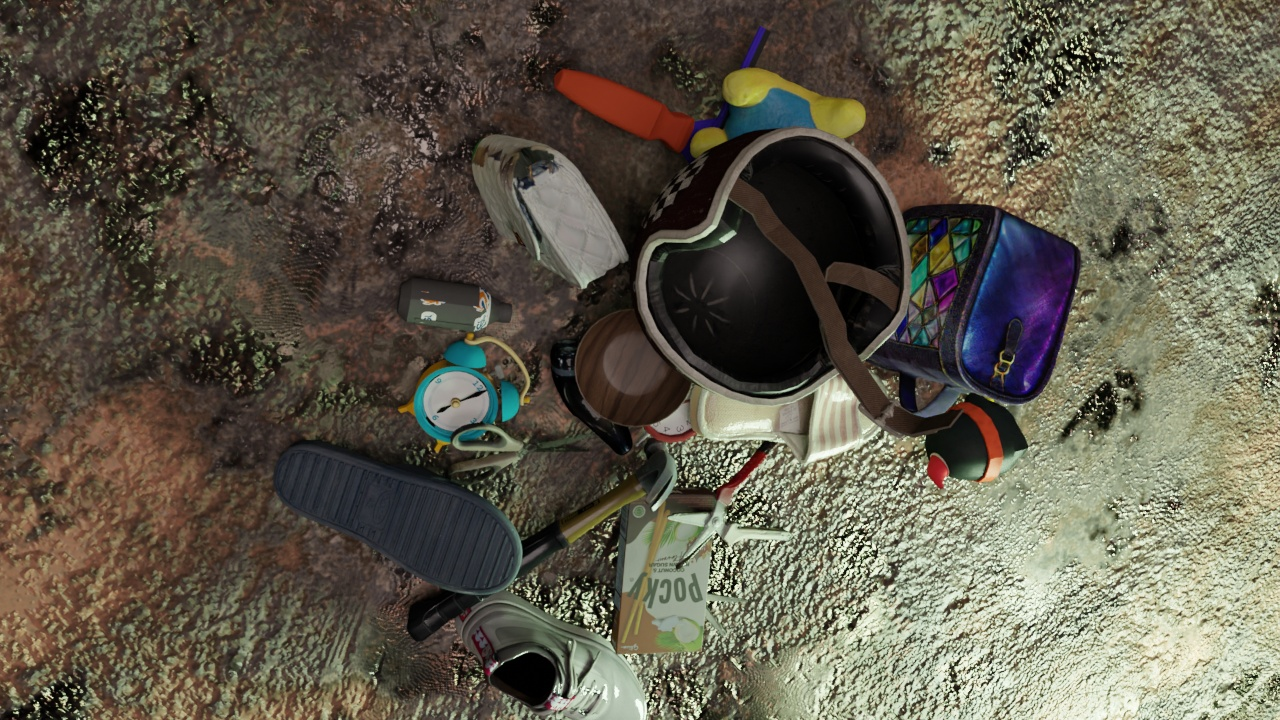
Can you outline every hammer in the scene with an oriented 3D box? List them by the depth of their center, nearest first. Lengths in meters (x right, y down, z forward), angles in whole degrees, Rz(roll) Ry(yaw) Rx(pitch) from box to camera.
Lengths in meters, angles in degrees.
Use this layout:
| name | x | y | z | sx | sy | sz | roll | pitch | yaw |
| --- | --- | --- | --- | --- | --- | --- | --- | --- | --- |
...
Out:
| name | x | y | z | sx | sy | sz | roll | pitch | yaw |
| --- | --- | --- | --- | --- | --- | --- | --- | --- | --- |
| hammer | -0.104 | 0.197 | 0.976 | 0.333 | 0.118 | 0.025 | -33 | 108 | 1 |

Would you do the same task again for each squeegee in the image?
| name | x | y | z | sx | sy | sz | roll | pitch | yaw |
| --- | --- | --- | --- | --- | --- | --- | --- | --- | --- |
| squeegee | -0.003 | -0.243 | 0.903 | 0.184 | 0.055 | 0.250 | 15 | 109 | -34 |

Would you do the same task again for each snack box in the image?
| name | x | y | z | sx | sy | sz | roll | pitch | yaw |
| --- | --- | --- | --- | --- | --- | --- | --- | --- | --- |
| snack box | 0.025 | 0.238 | 1.043 | 0.101 | 0.032 | 0.186 | 3 | 98 | -15 |

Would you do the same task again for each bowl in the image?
| name | x | y | z | sx | sy | sz | roll | pitch | yaw |
| --- | --- | --- | --- | --- | --- | --- | --- | --- | --- |
| bowl | -0.005 | 0.005 | 0.925 | 0.119 | 0.032 | 0.119 | 1 | 99 | 3 |

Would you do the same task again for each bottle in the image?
| name | x | y | z | sx | sy | sz | roll | pitch | yaw |
| --- | --- | --- | --- | --- | --- | --- | --- | --- | --- |
| bottle | -0.183 | -0.054 | 0.911 | 0.112 | 0.047 | 0.047 | 7 | 103 | -16 |

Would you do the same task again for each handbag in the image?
| name | x | y | z | sx | sy | sz | roll | pitch | yaw |
| --- | --- | --- | --- | --- | --- | --- | --- | --- | --- |
| handbag | -0.093 | -0.138 | 0.835 | 0.072 | 0.195 | 0.139 | -37 | 113 | -7 |
| handbag | 0.333 | -0.045 | 0.974 | 0.125 | 0.205 | 0.222 | 19 | 93 | -19 |

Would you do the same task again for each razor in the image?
| name | x | y | z | sx | sy | sz | roll | pitch | yaw |
| --- | --- | --- | --- | --- | --- | --- | --- | --- | --- |
| razor | -0.046 | 0.038 | 0.970 | 0.064 | 0.053 | 0.140 | -34 | 112 | 3 |

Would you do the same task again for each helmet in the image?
| name | x | y | z | sx | sy | sz | roll | pitch | yaw |
| --- | --- | --- | --- | --- | --- | --- | --- | --- | --- |
| helmet | 0.115 | -0.072 | 0.781 | 0.233 | 0.254 | 0.233 | 31 | 65 | -18 |

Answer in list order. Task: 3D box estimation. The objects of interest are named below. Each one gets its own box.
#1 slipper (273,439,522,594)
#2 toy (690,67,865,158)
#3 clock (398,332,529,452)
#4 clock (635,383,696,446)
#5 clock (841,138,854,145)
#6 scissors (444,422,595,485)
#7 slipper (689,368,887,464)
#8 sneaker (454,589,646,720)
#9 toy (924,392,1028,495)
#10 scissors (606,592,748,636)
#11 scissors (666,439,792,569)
| name | x | y | z | sx | sy | sz | roll | pitch | yaw |
| --- | --- | --- | --- | --- | --- | --- | --- | --- | --- |
| slipper | -0.239 | 0.148 | 0.940 | 0.263 | 0.082 | 0.101 | 23 | 99 | 0 |
| toy | 0.115 | -0.178 | 0.917 | 0.149 | 0.083 | 0.214 | 20 | 115 | 1 |
| clock | -0.178 | 0.033 | 0.939 | 0.130 | 0.043 | 0.099 | -37 | 111 | 4 |
| clock | 0.043 | 0.041 | 0.999 | 0.124 | 0.044 | 0.087 | -18 | 108 | -9 |
| clock | 0.194 | -0.184 | 0.978 | 0.088 | 0.052 | 0.125 | -8 | 104 | -12 |
| scissors | -0.130 | 0.091 | 0.962 | 0.163 | 0.012 | 0.153 | -27 | 141 | 5 |
| slipper | 0.175 | 0.055 | 1.013 | 0.262 | 0.052 | 0.115 | 3 | 101 | -28 |
| sneaker | -0.084 | 0.354 | 1.005 | 0.263 | 0.128 | 0.097 | 40 | 92 | -23 |
| toy | 0.383 | 0.097 | 1.077 | 0.119 | 0.099 | 0.097 | -13 | 110 | -13 |
| scissors | 0.044 | 0.280 | 1.081 | 0.164 | 0.014 | 0.141 | -19 | 105 | -9 |
| scissors | 0.116 | 0.175 | 1.046 | 0.199 | 0.015 | 0.179 | -53 | 124 | -17 |
